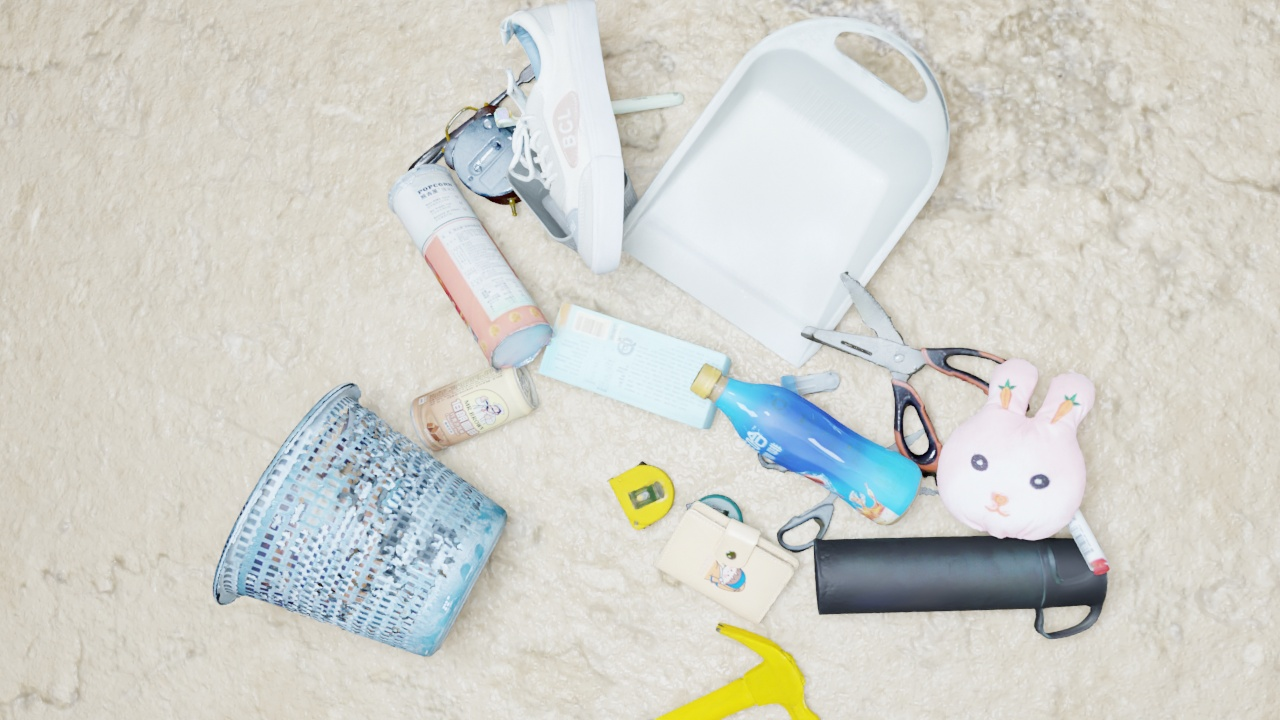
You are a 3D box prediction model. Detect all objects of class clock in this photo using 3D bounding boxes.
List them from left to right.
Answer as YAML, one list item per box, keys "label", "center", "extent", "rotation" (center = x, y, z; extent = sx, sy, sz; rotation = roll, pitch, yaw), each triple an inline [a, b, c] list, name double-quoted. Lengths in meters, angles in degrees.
- label: "clock"
  center: [-0.150, -0.208, 0.926]
  extent: [0.122, 0.055, 0.082]
  rotation: [44, 93, 10]

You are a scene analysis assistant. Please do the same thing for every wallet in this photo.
- label: "wallet"
  center: [0.081, 0.188, 0.856]
  extent: [0.115, 0.024, 0.087]
  rotation: [30, 111, 3]

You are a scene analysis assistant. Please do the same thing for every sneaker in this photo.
- label: "sneaker"
  center: [-0.069, -0.189, 0.774]
  extent: [0.090, 0.089, 0.242]
  rotation: [-7, 80, -7]

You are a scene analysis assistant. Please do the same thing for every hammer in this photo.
- label: "hammer"
  center: [0.014, 0.352, 0.868]
  extent: [0.301, 0.033, 0.128]
  rotation: [-28, 81, 6]

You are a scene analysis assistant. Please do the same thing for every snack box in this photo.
- label: "snack box"
  center: [-0.005, 0.005, 0.888]
  extent: [0.175, 0.051, 0.074]
  rotation: [19, 90, 11]

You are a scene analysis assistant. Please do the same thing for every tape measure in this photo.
- label: "tape measure"
  center: [0.004, 0.129, 0.889]
  extent: [0.057, 0.029, 0.060]
  rotation: [-29, 82, 5]
- label: "tape measure"
  center: [0.071, 0.155, 0.878]
  extent: [0.058, 0.025, 0.054]
  rotation: [8, 88, 9]

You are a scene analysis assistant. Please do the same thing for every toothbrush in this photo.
- label: "toothbrush"
  center: [-0.173, -0.249, 0.954]
  extent: [0.181, 0.018, 0.015]
  rotation: [-38, 97, 7]
- label: "toothbrush"
  center: [-0.048, -0.248, 0.902]
  extent: [0.189, 0.029, 0.020]
  rotation: [-10, 128, -12]

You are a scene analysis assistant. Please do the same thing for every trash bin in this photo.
- label: "trash bin"
  center: [-0.240, 0.164, 0.848]
  extent: [0.195, 0.226, 0.226]
  rotation: [28, 90, -3]

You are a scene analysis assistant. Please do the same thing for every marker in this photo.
- label: "marker"
  center: [0.369, 0.119, 0.804]
  extent: [0.017, 0.017, 0.145]
  rotation: [-20, 55, 7]

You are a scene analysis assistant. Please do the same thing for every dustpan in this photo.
- label: "dustpan"
  center: [0.139, -0.159, 0.816]
  extent: [0.222, 0.142, 0.257]
  rotation: [34, 87, -3]

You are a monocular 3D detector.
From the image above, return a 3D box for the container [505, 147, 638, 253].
- label: "container"
  center: [-0.057, -0.160, 0.877]
  extent: [0.090, 0.114, 0.090]
  rotation: [-39, 81, 4]

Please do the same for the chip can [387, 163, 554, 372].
- label: "chip can"
  center: [-0.165, -0.092, 0.888]
  extent: [0.071, 0.071, 0.214]
  rotation: [-37, 68, 4]

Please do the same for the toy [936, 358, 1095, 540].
- label: "toy"
  center: [0.330, 0.077, 0.803]
  extent: [0.121, 0.054, 0.159]
  rotation: [16, 83, 33]

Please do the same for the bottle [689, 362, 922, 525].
- label: "bottle"
  center: [0.145, 0.069, 0.827]
  extent: [0.218, 0.065, 0.065]
  rotation: [31, 91, 0]

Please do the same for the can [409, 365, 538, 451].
- label: "can"
  center: [-0.164, 0.044, 0.907]
  extent: [0.116, 0.058, 0.058]
  rotation: [-23, 82, 7]

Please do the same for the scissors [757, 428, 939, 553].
- label: "scissors"
  center: [0.191, 0.113, 0.870]
  extent: [0.159, 0.014, 0.180]
  rotation: [39, 90, 6]

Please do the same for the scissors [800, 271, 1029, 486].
- label: "scissors"
  center: [0.254, 0.012, 0.841]
  extent: [0.189, 0.015, 0.227]
  rotation: [-16, 96, -1]

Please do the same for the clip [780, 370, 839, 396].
- label: "clip"
  center: [0.162, 0.023, 0.878]
  extent: [0.058, 0.043, 0.026]
  rotation: [-10, 83, 4]

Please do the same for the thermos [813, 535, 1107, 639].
- label: "thermos"
  center: [0.279, 0.201, 0.817]
  extent: [0.243, 0.068, 0.090]
  rotation: [-2, 80, 9]
